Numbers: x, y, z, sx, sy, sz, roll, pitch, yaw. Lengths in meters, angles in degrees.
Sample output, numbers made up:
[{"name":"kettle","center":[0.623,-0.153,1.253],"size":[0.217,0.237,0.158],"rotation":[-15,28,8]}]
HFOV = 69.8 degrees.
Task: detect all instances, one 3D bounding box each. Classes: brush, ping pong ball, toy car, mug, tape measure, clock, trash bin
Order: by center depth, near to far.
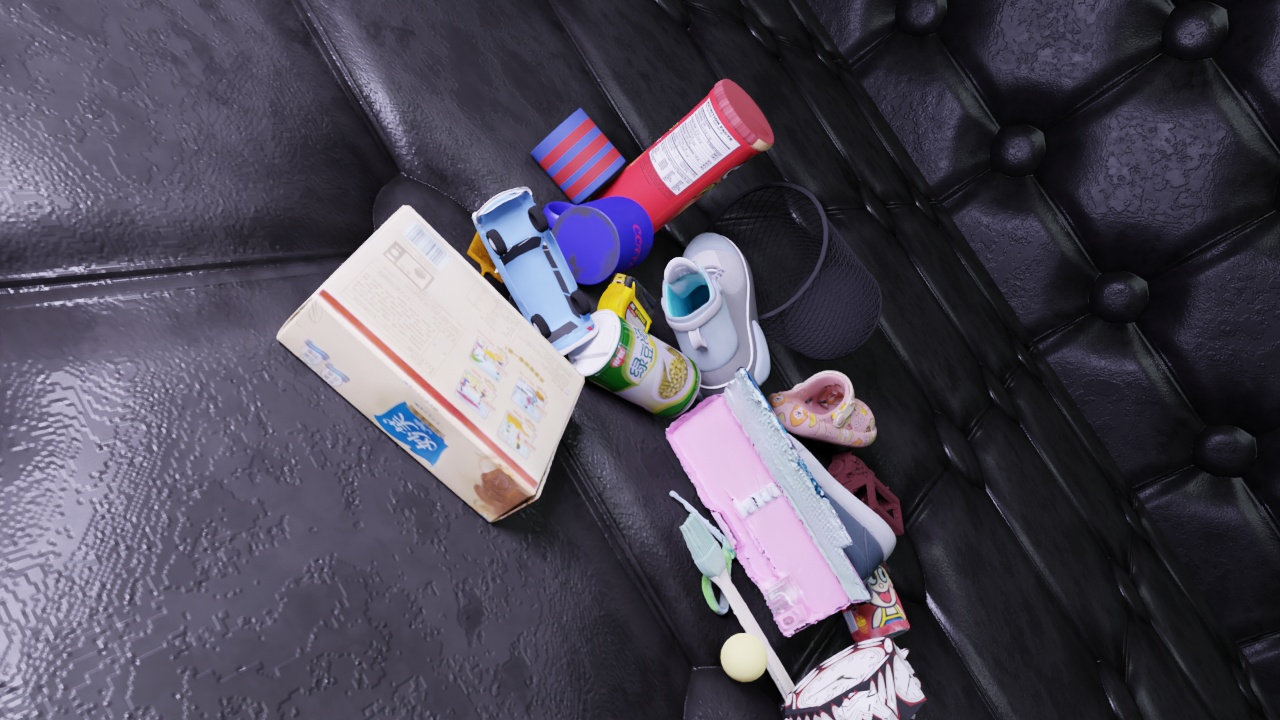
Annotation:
[{"name":"clock","center":[0.176,0.297,0.760],"size":[0.065,0.115,0.154],"rotation":[57,32,5]},{"name":"ping pong ball","center":[0.089,0.255,0.789],"size":[0.040,0.040,0.040],"rotation":[36,35,-30]},{"name":"toy car","center":[-0.094,-0.078,0.814],"size":[0.055,0.056,0.153],"rotation":[23,-38,63]},{"name":"brush","center":[0.096,0.235,0.830],"size":[0.217,0.012,0.033],"rotation":[60,32,-5]},{"name":"brush","center":[-0.135,-0.100,0.850],"size":[0.048,0.017,0.126],"rotation":[41,32,-23]},{"name":"tape measure","center":[-0.017,-0.047,0.926],"size":[0.065,0.037,0.064],"rotation":[39,69,-53]},{"name":"mug","center":[-0.052,-0.134,0.956],"size":[0.111,0.079,0.083],"rotation":[30,26,14]},{"name":"mug","center":[-0.070,-0.228,1.032],"size":[0.076,0.075,0.112],"rotation":[48,4,-12]},{"name":"toy car","center":[0.272,0.177,1.111],"size":[0.070,0.062,0.169],"rotation":[42,32,-22]},{"name":"trash bin","center":[0.205,-0.100,1.192],"size":[0.210,0.184,0.183],"rotation":[28,39,-48]}]

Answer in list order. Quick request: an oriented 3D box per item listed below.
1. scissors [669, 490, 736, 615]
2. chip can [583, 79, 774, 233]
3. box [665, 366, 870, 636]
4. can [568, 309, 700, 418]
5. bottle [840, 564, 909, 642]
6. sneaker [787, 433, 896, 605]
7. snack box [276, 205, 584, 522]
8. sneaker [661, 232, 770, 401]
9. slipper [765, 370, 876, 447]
[{"name":"scissors","center":[0.087,0.182,0.892],"size":[0.173,0.021,0.171],"rotation":[40,35,-15]},{"name":"chip can","center":[0.037,-0.206,1.007],"size":[0.087,0.214,0.086],"rotation":[36,35,-30]},{"name":"box","center":[0.127,0.125,0.843],"size":[0.061,0.161,0.230],"rotation":[-21,74,-37]},{"name":"can","center":[-0.005,0.005,0.880],"size":[0.121,0.067,0.067],"rotation":[29,38,-38]},{"name":"bottle","center":[0.238,0.237,1.001],"size":[0.062,0.062,0.137],"rotation":[14,50,-49]},{"name":"sneaker","center":[0.158,0.153,0.955],"size":[0.235,0.089,0.087],"rotation":[41,62,7]},{"name":"snack box","center":[-0.145,0.000,0.695],"size":[0.207,0.055,0.153],"rotation":[45,31,-17]},{"name":"sneaker","center":[0.066,-0.085,1.009],"size":[0.160,0.093,0.256],"rotation":[55,22,-44]},{"name":"slipper","center":[0.236,0.056,1.141],"size":[0.197,0.082,0.093],"rotation":[8,22,-47]}]
